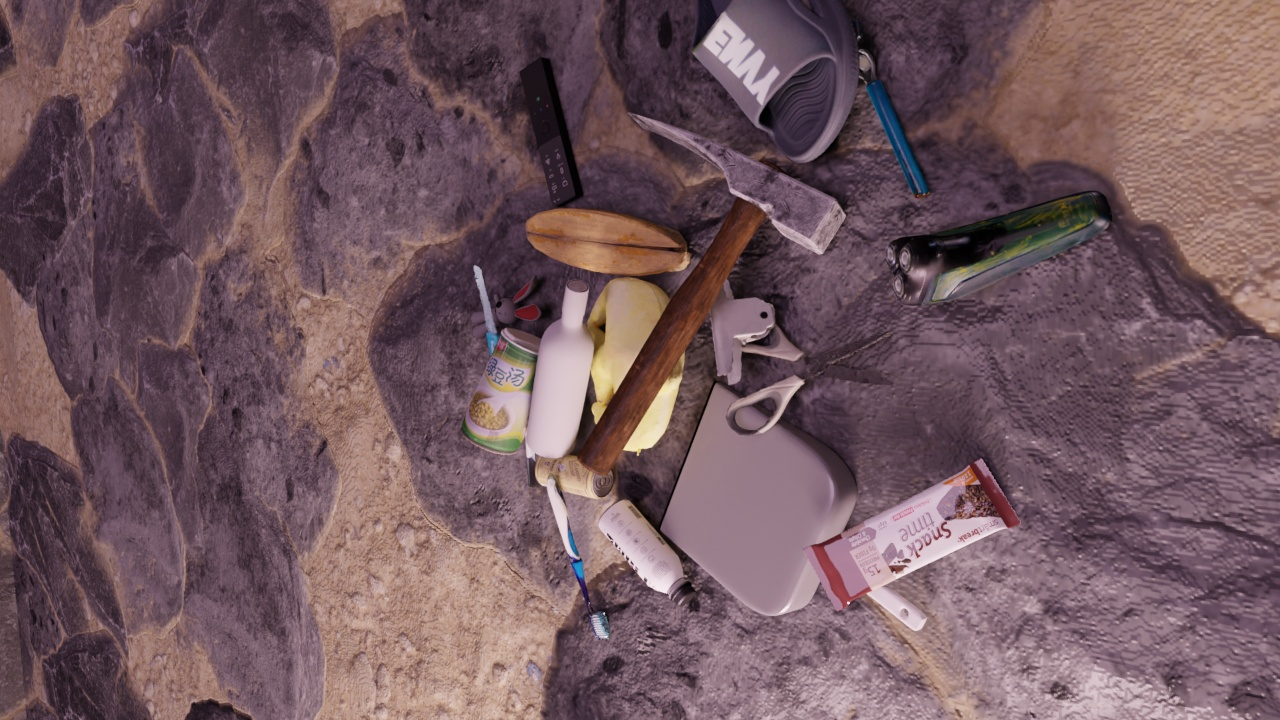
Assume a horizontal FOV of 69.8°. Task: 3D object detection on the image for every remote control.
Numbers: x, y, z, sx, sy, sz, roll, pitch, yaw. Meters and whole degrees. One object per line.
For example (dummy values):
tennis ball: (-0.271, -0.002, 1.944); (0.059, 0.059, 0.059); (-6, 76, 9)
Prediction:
remote control: (-0.093, -0.234, 0.942); (0.035, 0.013, 0.150); (-18, 83, 39)

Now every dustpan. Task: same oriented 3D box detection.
dustpan: (0.132, 0.149, 0.794); (0.258, 0.033, 0.163); (36, 116, 40)

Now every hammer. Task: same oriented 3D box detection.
hammer: (0.006, -0.053, 0.795); (0.218, 0.037, 0.300); (34, 94, 28)

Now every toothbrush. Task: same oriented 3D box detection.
toothbrush: (-0.064, 0.203, 0.944); (0.017, 0.016, 0.189); (-10, 102, 30)

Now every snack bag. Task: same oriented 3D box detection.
snack bag: (0.207, 0.137, 0.713); (0.158, 0.013, 0.057); (-32, 78, 19)

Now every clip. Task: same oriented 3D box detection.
clip: (0.082, -0.033, 0.797); (0.052, 0.057, 0.102); (-34, 58, 56)

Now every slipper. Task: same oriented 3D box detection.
slipper: (0.086, -0.286, 0.733); (0.111, 0.083, 0.268); (-39, 67, 51)

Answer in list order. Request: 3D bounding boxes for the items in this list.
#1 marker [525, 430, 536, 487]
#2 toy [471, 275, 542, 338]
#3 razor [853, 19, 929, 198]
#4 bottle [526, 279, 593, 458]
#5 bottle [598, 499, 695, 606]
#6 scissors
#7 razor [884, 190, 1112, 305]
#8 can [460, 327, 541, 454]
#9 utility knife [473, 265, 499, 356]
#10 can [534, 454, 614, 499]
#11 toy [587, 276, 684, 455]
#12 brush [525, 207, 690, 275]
marker: (-0.122, 0.064, 1.003); (0.011, 0.011, 0.152); (1, 96, 39)
toy: (-0.144, -0.053, 0.995); (0.112, 0.030, 0.049); (-22, 70, 38)
razor: (0.189, -0.191, 0.713); (0.042, 0.022, 0.144); (-35, 77, 55)
bottle: (-0.075, 0.008, 0.896); (0.052, 0.052, 0.196); (39, 134, 30)
bottle: (0.009, 0.188, 0.890); (0.116, 0.041, 0.041); (46, 121, 26)
scissors: (0.130, 0.009, 0.779); (0.157, 0.012, 0.166); (45, 109, 34)
razor: (0.249, -0.083, 0.648); (0.152, 0.067, 0.054); (-19, 71, 31)
can: (-0.136, 0.031, 0.961); (0.067, 0.067, 0.121); (33, 105, 32)
utility knife: (-0.159, -0.016, 0.995); (0.022, 0.015, 0.179); (-5, 105, 30)
can: (-0.068, 0.118, 0.946); (0.080, 0.038, 0.038); (7, 99, 39)
toy: (-0.005, 0.005, 0.865); (0.155, 0.064, 0.170); (-3, 89, 57)
brush: (-0.035, -0.116, 0.889); (0.196, 0.043, 0.059); (15, 105, 36)
